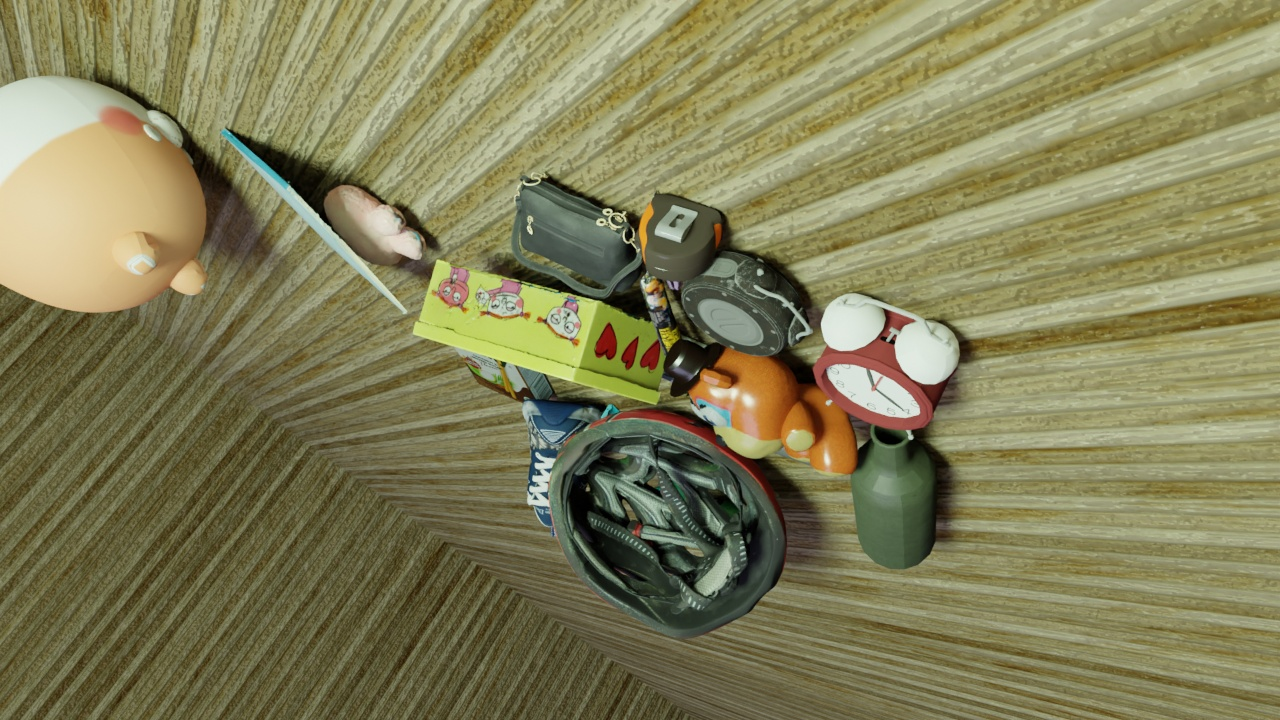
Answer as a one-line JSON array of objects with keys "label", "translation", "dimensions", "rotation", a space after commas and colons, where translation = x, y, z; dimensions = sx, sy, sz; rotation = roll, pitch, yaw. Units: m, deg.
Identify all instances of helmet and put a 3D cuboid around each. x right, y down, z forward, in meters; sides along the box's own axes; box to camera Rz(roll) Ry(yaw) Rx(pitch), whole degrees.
[{"label": "helmet", "translation": [0.028, 0.164, 0.988], "dimensions": [0.272, 0.218, 0.166], "rotation": [39, -166, -5]}]

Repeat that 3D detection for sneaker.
[{"label": "sneaker", "translation": [-0.102, 0.137, 1.142], "dimensions": [0.103, 0.132, 0.270], "rotation": [8, 157, 1]}]

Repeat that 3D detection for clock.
[{"label": "clock", "translation": [0.175, 0.001, 0.659], "dimensions": [0.096, 0.048, 0.138], "rotation": [23, 157, 21]}, {"label": "clock", "translation": [0.081, -0.045, 0.690], "dimensions": [0.091, 0.043, 0.123], "rotation": [45, 155, -29]}]

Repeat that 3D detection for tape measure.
[{"label": "tape measure", "translation": [0.025, -0.090, 0.658], "dimensions": [0.058, 0.058, 0.038], "rotation": [22, 153, 17]}]

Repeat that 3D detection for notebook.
[{"label": "notebook", "translation": [-0.353, -0.152, 0.982], "dimensions": [0.253, 0.009, 0.181], "rotation": [34, 165, 47]}]

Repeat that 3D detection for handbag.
[{"label": "handbag", "translation": [-0.052, -0.102, 0.738], "dimensions": [0.128, 0.054, 0.079], "rotation": [27, 153, 19]}]

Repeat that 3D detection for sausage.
[{"label": "sausage", "translation": [0.026, -0.019, 0.788], "dimensions": [0.020, 0.020, 0.155], "rotation": [16, 143, 35]}]

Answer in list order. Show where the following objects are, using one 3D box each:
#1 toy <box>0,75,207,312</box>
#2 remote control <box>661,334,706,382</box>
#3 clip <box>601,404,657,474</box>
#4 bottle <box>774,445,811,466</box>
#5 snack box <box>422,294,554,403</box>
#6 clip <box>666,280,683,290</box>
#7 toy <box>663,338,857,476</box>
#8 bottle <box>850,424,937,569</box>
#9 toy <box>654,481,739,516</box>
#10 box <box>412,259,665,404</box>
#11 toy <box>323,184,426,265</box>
[{"label": "toy", "translation": [-0.636, -0.183, 1.058], "dimensions": [0.281, 0.265, 0.263], "rotation": [40, 175, 4]}, {"label": "remote control", "translation": [0.042, 0.002, 0.856], "dimensions": [0.114, 0.028, 0.060], "rotation": [23, 155, 23]}, {"label": "clip", "translation": [-0.004, 0.099, 1.114], "dimensions": [0.103, 0.027, 0.120], "rotation": [20, 154, 33]}, {"label": "bottle", "translation": [0.140, 0.077, 0.877], "dimensions": [0.113, 0.030, 0.030], "rotation": [17, 153, 32]}, {"label": "snack box", "translation": [-0.177, -0.015, 1.096], "dimensions": [0.101, 0.031, 0.186], "rotation": [21, 155, 25]}, {"label": "clip", "translation": [0.028, -0.077, 0.738], "dimensions": [0.045, 0.014, 0.051], "rotation": [-4, 135, 51]}, {"label": "toy", "translation": [0.100, 0.035, 0.763], "dimensions": [0.176, 0.096, 0.112], "rotation": [41, 178, -11]}, {"label": "bottle", "translation": [0.219, 0.111, 0.793], "dimensions": [0.071, 0.071, 0.207], "rotation": [20, 154, 28]}, {"label": "toy", "translation": [0.080, 0.205, 1.169], "dimensions": [0.130, 0.072, 0.194], "rotation": [44, 164, -25]}, {"label": "box", "translation": [-0.089, -0.026, 0.838], "dimensions": [0.221, 0.080, 0.124], "rotation": [18, -179, 37]}, {"label": "toy", "translation": [-0.271, -0.136, 0.950], "dimensions": [0.105, 0.053, 0.108], "rotation": [11, 149, 34]}]
